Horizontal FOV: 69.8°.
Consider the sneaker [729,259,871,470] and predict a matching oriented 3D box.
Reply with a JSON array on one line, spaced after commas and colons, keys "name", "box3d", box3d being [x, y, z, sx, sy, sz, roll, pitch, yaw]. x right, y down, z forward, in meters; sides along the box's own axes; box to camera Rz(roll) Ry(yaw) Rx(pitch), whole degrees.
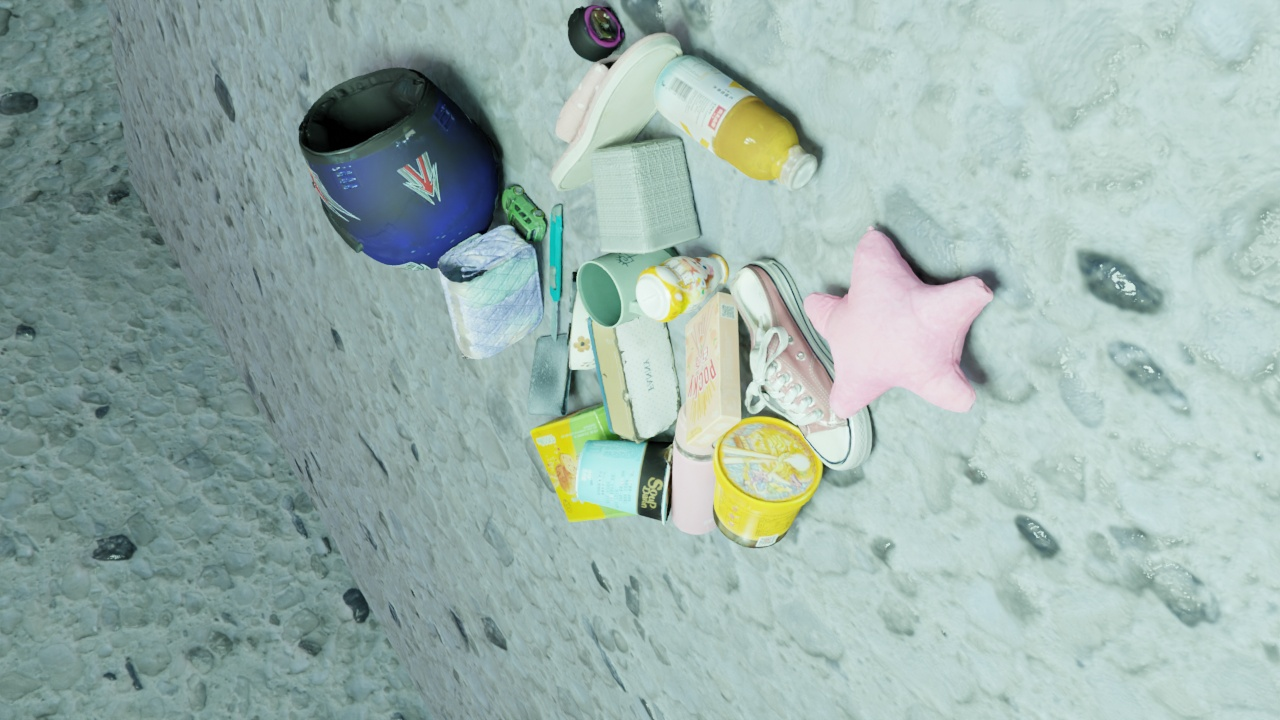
[{"name": "sneaker", "box3d": [0.150, 0.012, 0.950, 0.119, 0.087, 0.241, -32, 83, 55]}]

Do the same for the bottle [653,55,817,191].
[{"name": "bottle", "box3d": [0.092, -0.230, 0.896, 0.189, 0.067, 0.068, 44, 140, 28]}]

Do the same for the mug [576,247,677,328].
[{"name": "mug", "box3d": [0.001, -0.087, 1.072, 0.112, 0.106, 0.082, 34, 134, 38]}]

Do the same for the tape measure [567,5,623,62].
[{"name": "tape measure", "box3d": [-0.050, -0.363, 1.014, 0.039, 0.057, 0.058, -22, 84, 55]}]

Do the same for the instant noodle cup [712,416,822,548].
[{"name": "instant noodle cup", "box3d": [0.135, 0.144, 1.035, 0.118, 0.118, 0.115, 44, 147, 29]}]

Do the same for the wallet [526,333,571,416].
[{"name": "wallet", "box3d": [-0.131, 0.022, 1.355, 0.097, 0.019, 0.120, -3, 80, 53]}]

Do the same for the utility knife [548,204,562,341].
[{"name": "utility knife", "box3d": [-0.121, -0.120, 1.291, 0.029, 0.013, 0.217, 39, 136, 43]}]

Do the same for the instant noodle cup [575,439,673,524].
[{"name": "instant noodle cup", "box3d": [-0.018, 0.147, 1.184, 0.120, 0.111, 0.111, 8, 124, 8]}]

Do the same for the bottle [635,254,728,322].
[{"name": "bottle", "box3d": [0.048, -0.085, 1.008, 0.063, 0.108, 0.063, 30, 133, 39]}]

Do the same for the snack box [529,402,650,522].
[{"name": "snack box", "box3d": [-0.062, 0.146, 1.333, 0.211, 0.069, 0.157, -20, 94, 56]}]

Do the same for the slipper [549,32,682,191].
[{"name": "slipper", "box3d": [-0.038, -0.275, 1.010, 0.054, 0.114, 0.275, 59, 151, 7]}]

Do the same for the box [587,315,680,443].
[{"name": "box", "box3d": [-0.007, 0.007, 1.159, 0.060, 0.089, 0.184, 12, 117, 51]}]

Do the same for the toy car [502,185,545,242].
[{"name": "toy car", "box3d": [-0.166, -0.205, 1.289, 0.091, 0.036, 0.043, 53, 145, 25]}]

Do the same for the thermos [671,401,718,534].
[{"name": "thermos", "box3d": [0.080, 0.125, 1.129, 0.067, 0.087, 0.199, 39, 144, 34]}]

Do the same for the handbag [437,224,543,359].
[{"name": "handbag", "box3d": [-0.212, -0.095, 1.304, 0.075, 0.134, 0.194, 44, 155, 25]}]

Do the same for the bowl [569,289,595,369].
[{"name": "bowl", "box3d": [-0.057, -0.041, 1.200, 0.062, 0.113, 0.114, 7, 127, 1]}]

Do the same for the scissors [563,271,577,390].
[{"name": "scissors", "box3d": [-0.095, -0.037, 1.233, 0.159, 0.014, 0.181, 99, 176, -72]}]

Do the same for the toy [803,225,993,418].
[{"name": "toy", "box3d": [0.231, -0.036, 0.829, 0.195, 0.074, 0.178, -11, 91, 52]}]

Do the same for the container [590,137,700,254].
[{"name": "container", "box3d": [0.003, -0.186, 1.028, 0.090, 0.090, 0.114, 11, 116, 50]}]

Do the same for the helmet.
[{"name": "helmet", "box3d": [-0.334, -0.259, 1.307, 0.315, 0.247, 0.240, 41, 163, 49]}]

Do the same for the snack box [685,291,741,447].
[{"name": "snack box", "box3d": [0.080, 0.010, 1.024, 0.085, 0.026, 0.157, 133, 145, -54]}]
